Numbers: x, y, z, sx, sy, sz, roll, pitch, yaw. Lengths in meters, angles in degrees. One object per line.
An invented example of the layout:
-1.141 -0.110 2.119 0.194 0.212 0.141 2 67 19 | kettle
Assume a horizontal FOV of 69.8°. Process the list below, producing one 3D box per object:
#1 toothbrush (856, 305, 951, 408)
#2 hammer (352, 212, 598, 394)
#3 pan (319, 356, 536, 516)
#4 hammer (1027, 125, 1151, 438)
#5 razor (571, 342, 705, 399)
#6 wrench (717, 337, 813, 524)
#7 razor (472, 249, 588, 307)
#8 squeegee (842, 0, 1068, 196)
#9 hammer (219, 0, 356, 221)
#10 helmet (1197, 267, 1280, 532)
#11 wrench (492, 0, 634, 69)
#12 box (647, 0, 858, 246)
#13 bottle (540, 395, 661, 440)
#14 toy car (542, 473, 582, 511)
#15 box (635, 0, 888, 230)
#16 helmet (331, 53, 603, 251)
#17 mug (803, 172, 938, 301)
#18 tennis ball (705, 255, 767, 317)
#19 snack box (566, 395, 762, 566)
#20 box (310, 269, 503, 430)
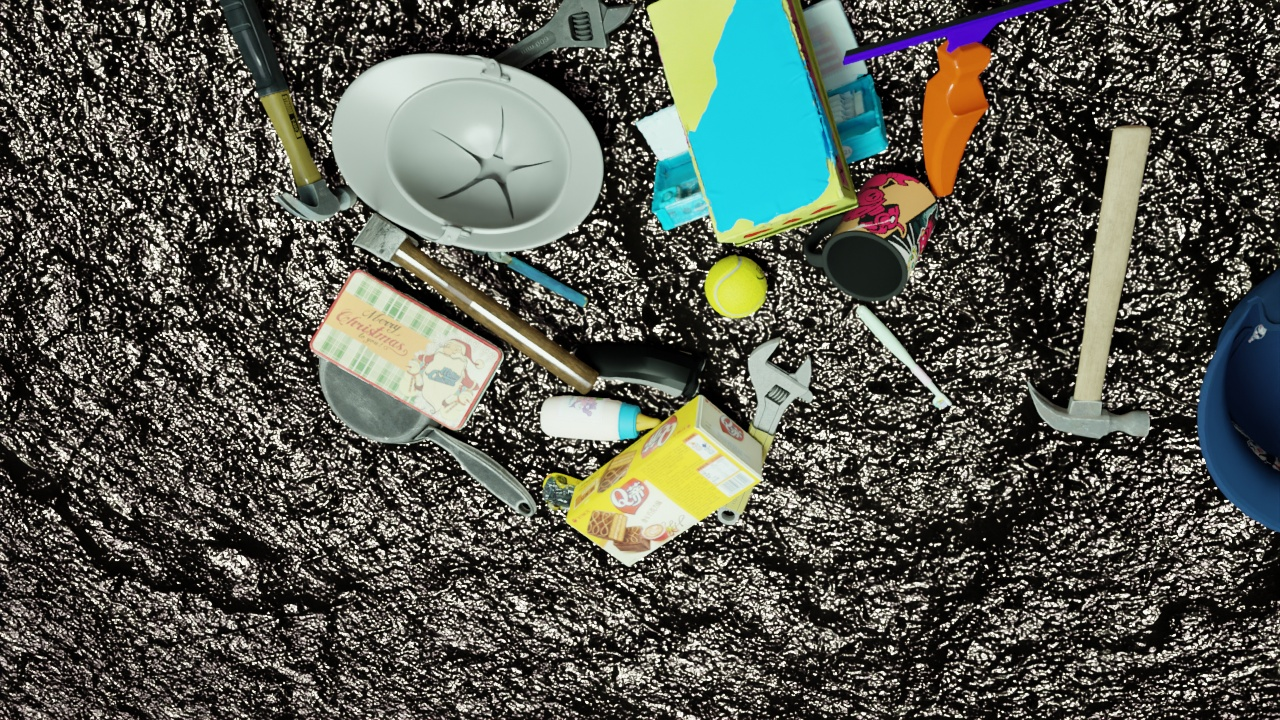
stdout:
0.285 -0.003 0.996 0.155 0.015 0.022 46 152 -14 | toothbrush
-0.168 -0.055 0.984 0.300 0.218 0.037 35 88 -10 | hammer
-0.270 0.087 1.186 0.357 0.055 0.188 46 119 -9 | pan
0.460 -0.065 0.906 0.119 0.030 0.332 2 121 14 | hammer
-0.006 0.006 1.061 0.156 0.057 0.060 13 154 7 | razor
0.137 0.093 1.091 0.083 0.018 0.274 20 123 3 | wrench
-0.124 -0.101 1.045 0.144 0.022 0.042 31 124 -5 | razor
0.284 -0.230 0.830 0.249 0.055 0.185 -19 135 -11 | squeegee
-0.392 -0.305 0.955 0.025 0.117 0.333 -10 111 17 | hammer
0.614 0.027 0.798 0.232 0.223 0.272 37 93 8 | helmet
-0.125 -0.307 0.927 0.274 0.018 0.073 -21 113 26 | wrench
0.099 -0.220 0.800 0.125 0.080 0.221 -19 90 24 | box
-0.046 0.071 1.108 0.146 0.051 0.051 3 120 13 | bottle
-0.076 0.178 1.191 0.107 0.030 0.049 20 122 -4 | toy car
0.099 -0.226 0.855 0.227 0.097 0.121 -17 131 23 | box
-0.167 -0.205 0.943 0.271 0.117 0.183 15 94 3 | helmet
0.216 -0.119 0.891 0.118 0.098 0.082 1 133 39 | mug
0.101 -0.078 0.972 0.065 0.065 0.065 7 121 11 | tennis ball
0.026 0.148 1.096 0.110 0.061 0.231 39 122 -19 | snack box
-0.275 -0.011 1.091 0.205 0.049 0.117 31 85 -2 | box
